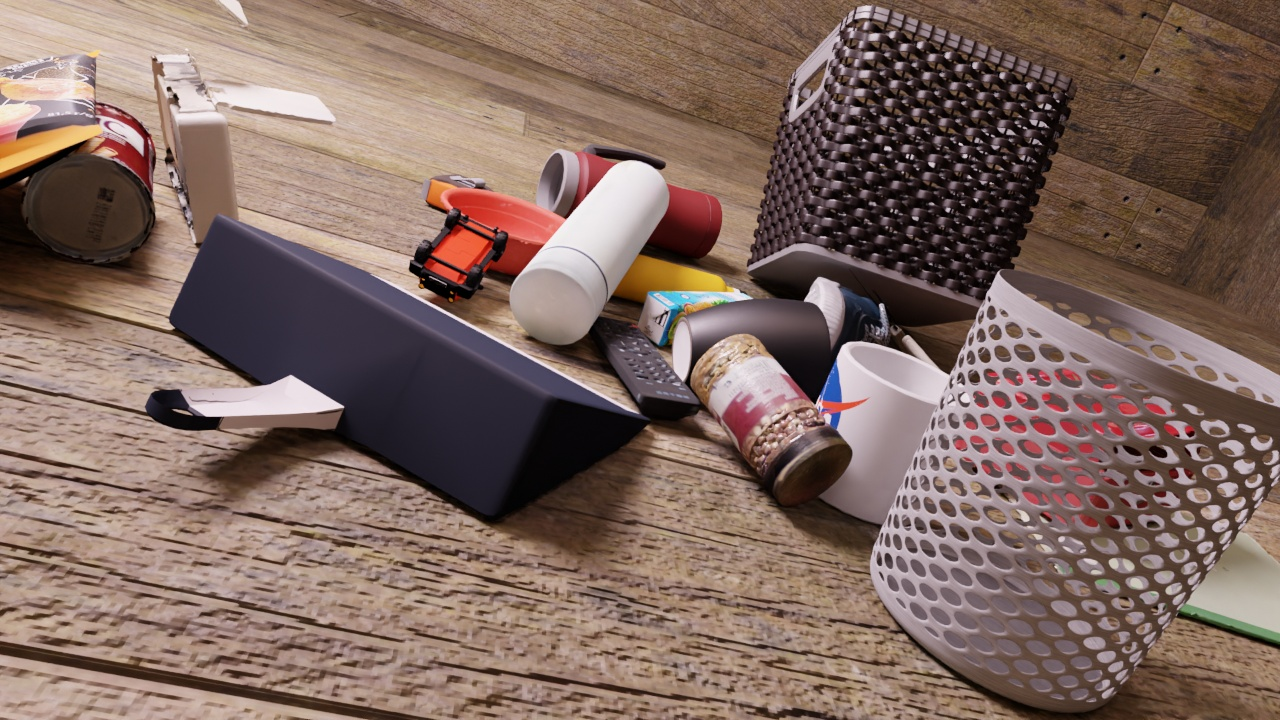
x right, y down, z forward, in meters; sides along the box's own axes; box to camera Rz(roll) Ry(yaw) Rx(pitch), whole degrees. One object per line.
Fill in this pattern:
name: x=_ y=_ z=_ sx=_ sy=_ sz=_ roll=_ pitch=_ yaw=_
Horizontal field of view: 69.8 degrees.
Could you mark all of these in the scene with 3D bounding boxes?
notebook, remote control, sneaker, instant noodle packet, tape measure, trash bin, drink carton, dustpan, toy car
notebook: x=0.401 y=0.147 z=0.699 sx=0.252 sy=0.010 sz=0.181 roll=18 pitch=20 yaw=-5
remote control: x=-0.004 y=0.004 z=0.675 sx=0.047 sy=0.022 sz=0.150 roll=10 pitch=20 yaw=-23
sneaker: x=0.179 y=-0.021 z=0.822 sx=0.087 sy=0.089 sz=0.235 roll=28 pitch=17 yaw=7
instant noodle packet: x=-0.402 y=-0.133 z=0.546 sx=0.159 sy=0.032 sz=0.221 roll=-28 pitch=38 yaw=-14
tape measure: x=-0.178 y=-0.168 z=0.925 sx=0.059 sy=0.038 sz=0.058 roll=26 pitch=21 yaw=16
trash bin: x=0.223 y=0.068 z=0.483 sx=0.156 sy=0.183 sz=0.156 roll=17 pitch=21 yaw=-7
drink carton: x=0.055 y=-0.036 z=0.800 sx=0.128 sy=0.044 sz=0.038 roll=-3 pitch=31 yaw=-44
dustpan: x=-0.147 y=0.007 z=0.510 sx=0.236 sy=0.080 sz=0.273 roll=27 pitch=1 yaw=18
toy car: x=-0.140 y=-0.077 z=0.711 sx=0.051 sy=0.049 sz=0.100 roll=26 pitch=35 yaw=-3

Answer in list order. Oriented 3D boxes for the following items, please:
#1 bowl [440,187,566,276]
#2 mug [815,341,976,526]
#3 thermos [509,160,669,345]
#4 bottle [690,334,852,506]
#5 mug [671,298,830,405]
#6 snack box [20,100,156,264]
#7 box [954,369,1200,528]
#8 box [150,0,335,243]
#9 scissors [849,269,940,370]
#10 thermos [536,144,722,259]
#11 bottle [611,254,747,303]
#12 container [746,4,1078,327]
bowl: x=-0.119 y=-0.109 z=0.819 sx=0.130 sy=0.045 sz=0.130 roll=17 pitch=20 yaw=-7
mug: x=0.163 y=0.043 z=0.626 sx=0.091 sy=0.090 sz=0.121 roll=22 pitch=20 yaw=5
thermos: x=-0.035 y=-0.096 z=0.755 sx=0.068 sy=0.068 sz=0.229 roll=22 pitch=36 yaw=5
bottle: x=0.082 y=0.036 z=0.588 sx=0.056 sy=0.056 sz=0.105 roll=2 pitch=40 yaw=-40
mug: x=0.080 y=0.009 z=0.674 sx=0.100 sy=0.085 sz=0.118 roll=2 pitch=55 yaw=-14
snack box: x=-0.350 y=-0.117 z=0.587 sx=0.072 sy=0.072 sz=0.121 roll=7 pitch=24 yaw=-31
box: x=0.346 y=0.066 z=0.727 sx=0.157 sy=0.087 sz=0.129 roll=-1 pitch=28 yaw=-35
box: x=-0.284 y=-0.198 z=0.655 sx=0.104 sy=0.188 sz=0.143 roll=-12 pitch=40 yaw=-29
scissors: x=0.260 y=-0.021 z=0.906 sx=0.157 sy=0.012 sz=0.171 roll=52 pitch=7 yaw=21
thermos: x=-0.010 y=-0.184 z=1.029 sx=0.198 sy=0.108 sz=0.084 roll=11 pitch=-15 yaw=-29
bottle: x=0.030 y=-0.068 z=0.856 sx=0.143 sy=0.043 sz=0.043 roll=13 pitch=21 yaw=-17
container: x=0.274 y=-0.190 z=1.004 sx=0.245 sy=0.243 sz=0.247 roll=17 pitch=-4 yaw=-8
